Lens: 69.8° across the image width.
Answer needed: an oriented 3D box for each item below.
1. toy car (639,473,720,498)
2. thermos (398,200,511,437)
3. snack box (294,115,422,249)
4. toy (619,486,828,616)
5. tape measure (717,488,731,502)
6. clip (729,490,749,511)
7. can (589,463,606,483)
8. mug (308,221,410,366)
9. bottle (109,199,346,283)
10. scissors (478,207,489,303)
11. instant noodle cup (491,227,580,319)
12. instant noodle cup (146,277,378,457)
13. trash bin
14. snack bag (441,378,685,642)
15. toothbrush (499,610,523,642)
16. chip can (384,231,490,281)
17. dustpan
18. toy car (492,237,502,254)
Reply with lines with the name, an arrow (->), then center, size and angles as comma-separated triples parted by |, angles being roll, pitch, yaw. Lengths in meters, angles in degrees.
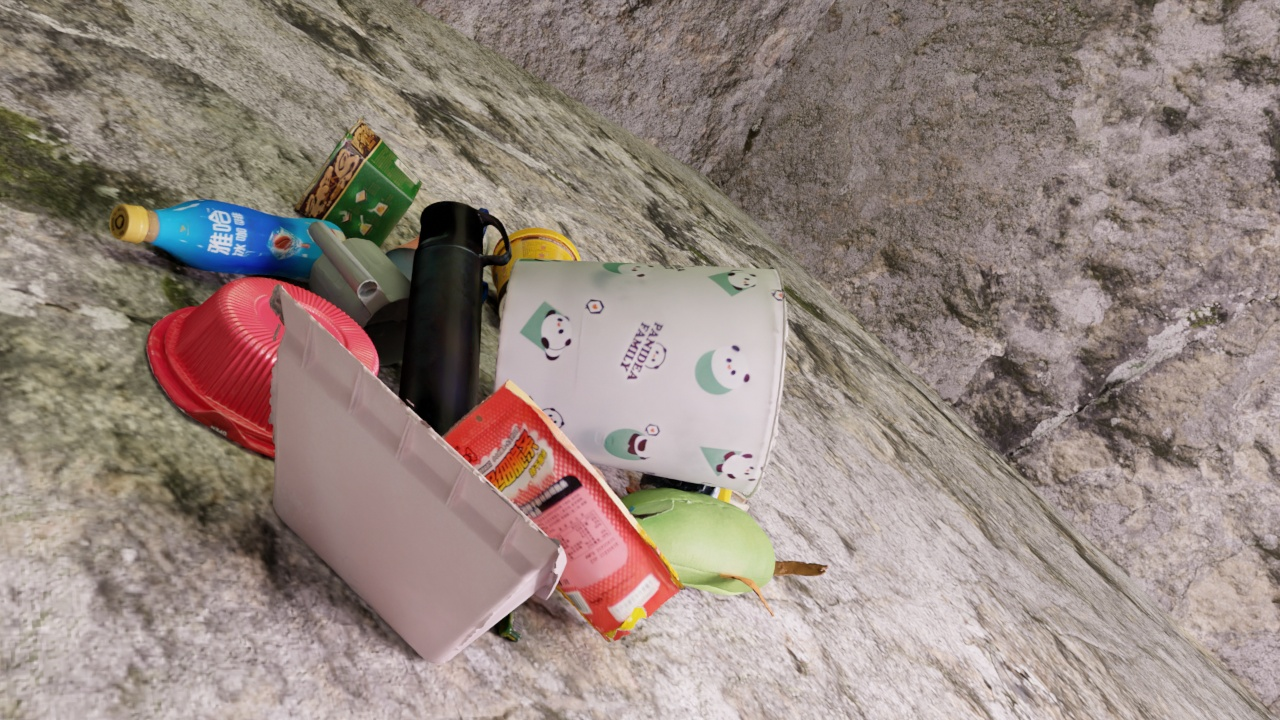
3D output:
toy car -> 0.043, 0.137, 0.997 | 0.042, 0.091, 0.034 | -66, 148, -34
thermos -> -0.164, -0.030, 0.814 | 0.068, 0.090, 0.242 | 70, 17, -62
snack box -> -0.324, -0.203, 1.082 | 0.105, 0.118, 0.118 | 35, 20, -21
toy -> 0.058, 0.176, 0.885 | 0.246, 0.090, 0.227 | 20, 5, -42
tape measure -> 0.074, 0.156, 1.025 | 0.057, 0.060, 0.028 | 12, 9, 17
clip -> 0.076, 0.158, 1.073 | 0.100, 0.035, 0.070 | 25, 20, -9
can -> -0.058, 0.141, 0.815 | 0.058, 0.059, 0.116 | 32, 19, -15
mug -> -0.263, -0.068, 0.872 | 0.103, 0.083, 0.124 | 45, -15, 28
bottle -> -0.371, -0.111, 0.842 | 0.065, 0.065, 0.218 | 45, 20, 24
scissors -> -0.204, -0.107, 1.092 | 0.012, 0.162, 0.176 | 10, -10, 6
instant noodle cup -> -0.132, -0.092, 1.170 | 0.118, 0.119, 0.114 | 29, 27, -24
instant noodle cup -> -0.285, -0.003, 0.739 | 0.194, 0.066, 0.193 | 33, 19, -14
trash bin -> -0.005, 0.005, 0.892 | 0.252, 0.230, 0.229 | 7, 22, -3
snack bag -> -0.067, 0.120, 0.710 | 0.208, 0.129, 0.073 | 49, 37, -6
toothbrush -> -0.100, 0.165, 0.755 | 0.017, 0.012, 0.185 | 38, 17, -18
chip can -> -0.244, -0.123, 1.099 | 0.071, 0.071, 0.214 | 36, 19, -5
dustpan -> -0.134, 0.074, 0.613 | 0.222, 0.274, 0.138 | 43, 44, 9
toy car -> -0.158, -0.140, 1.329 | 0.120, 0.053, 0.045 | 22, -2, -28
